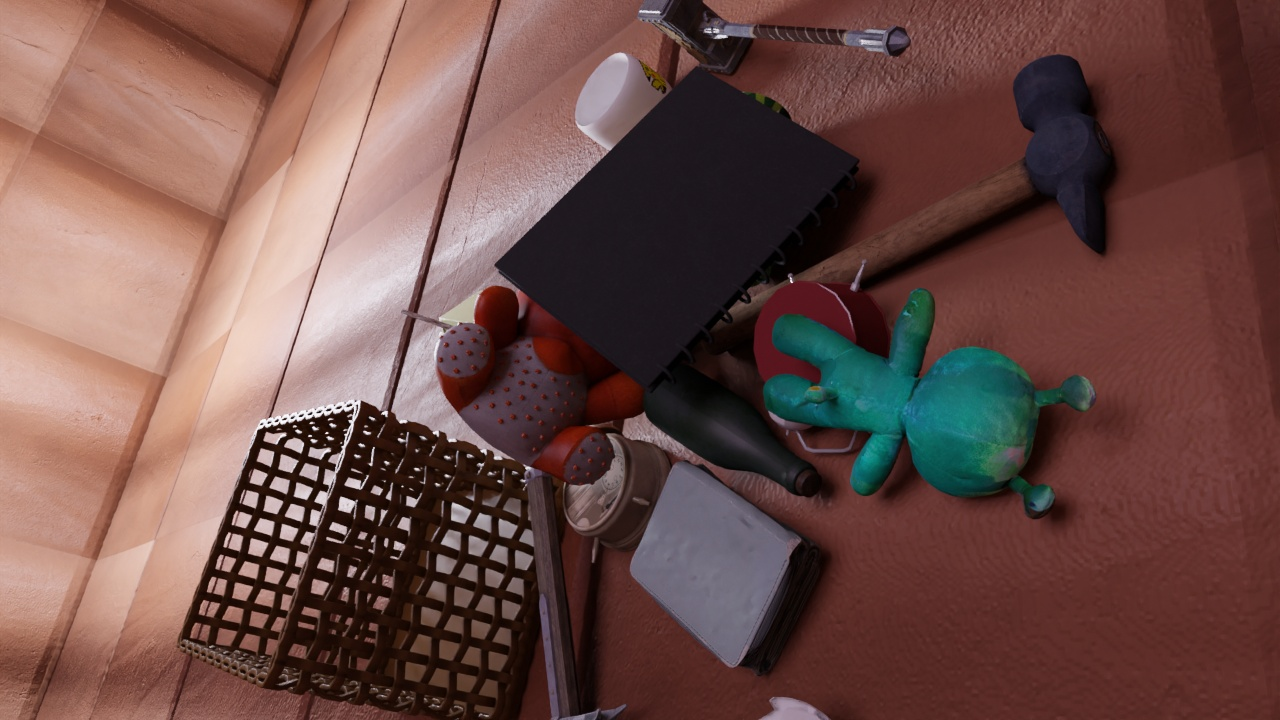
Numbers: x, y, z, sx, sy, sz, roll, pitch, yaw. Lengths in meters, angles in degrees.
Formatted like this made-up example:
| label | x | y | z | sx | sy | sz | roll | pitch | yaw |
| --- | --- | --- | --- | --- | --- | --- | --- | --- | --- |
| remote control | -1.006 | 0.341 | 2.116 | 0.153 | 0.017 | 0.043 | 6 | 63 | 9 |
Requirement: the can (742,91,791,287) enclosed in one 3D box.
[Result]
| label | x | y | z | sx | sy | sz | roll | pitch | yaw |
| --- | --- | --- | --- | --- | --- | --- | --- | --- | --- |
| can | 0.076 | -0.138 | 0.745 | 0.083 | 0.083 | 0.143 | -17 | 55 | 47 |

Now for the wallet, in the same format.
| label | x | y | z | sx | sy | sz | roll | pitch | yaw |
| --- | --- | --- | --- | --- | --- | --- | --- | --- | --- |
| wallet | 0.056 | 0.137 | 0.620 | 0.132 | 0.054 | 0.100 | 34 | 105 | 54 |

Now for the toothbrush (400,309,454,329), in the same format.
| label | x | y | z | sx | sy | sz | roll | pitch | yaw |
| --- | --- | --- | --- | --- | --- | --- | --- | --- | --- |
| toothbrush | -0.141 | -0.014 | 0.862 | 0.010 | 0.181 | 0.010 | -39 | 44 | 39 |

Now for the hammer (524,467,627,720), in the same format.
| label | x | y | z | sx | sy | sz | roll | pitch | yaw |
| --- | --- | --- | --- | --- | --- | --- | --- | --- | --- |
| hammer | -0.078 | 0.145 | 0.741 | 0.147 | 0.028 | 0.316 | -37 | 56 | 50 |

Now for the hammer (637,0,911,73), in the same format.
| label | x | y | z | sx | sy | sz | roll | pitch | yaw |
| --- | --- | --- | --- | --- | --- | --- | --- | --- | --- |
| hammer | 0.113 | -0.277 | 0.775 | 0.044 | 0.098 | 0.322 | -60 | 34 | 4 |

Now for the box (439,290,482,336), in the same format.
| label | x | y | z | sx | sy | sz | roll | pitch | yaw |
| --- | --- | --- | --- | --- | --- | --- | --- | --- | --- |
| box | -0.154 | -0.019 | 0.982 | 0.188 | 0.061 | 0.133 | 13 | 81 | 48 |

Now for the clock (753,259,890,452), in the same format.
| label | x | y | z | sx | sy | sz | roll | pitch | yaw |
| --- | --- | --- | --- | --- | --- | --- | --- | --- | --- |
| clock | 0.121 | -0.001 | 0.614 | 0.087 | 0.044 | 0.124 | -6 | 88 | 48 |

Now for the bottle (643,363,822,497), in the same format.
| label | x | y | z | sx | sy | sz | roll | pitch | yaw |
| --- | --- | --- | --- | --- | --- | --- | --- | --- | --- |
| bottle | 0.067 | 0.054 | 0.658 | 0.174 | 0.055 | 0.055 | 32 | 94 | 54 |

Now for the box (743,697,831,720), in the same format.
| label | x | y | z | sx | sy | sz | roll | pitch | yaw |
| --- | --- | --- | --- | --- | --- | --- | --- | --- | --- |
| box | 0.082 | 0.258 | 0.486 | 0.081 | 0.091 | 0.159 | -39 | 48 | 36 |

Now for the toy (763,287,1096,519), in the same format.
| label | x | y | z | sx | sy | sz | roll | pitch | yaw |
| --- | --- | --- | --- | --- | --- | --- | --- | --- | --- |
| toy | 0.152 | 0.026 | 0.526 | 0.193 | 0.072 | 0.131 | 18 | 106 | 36 |

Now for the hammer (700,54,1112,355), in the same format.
| label | x | y | z | sx | sy | sz | roll | pitch | yaw |
| --- | --- | --- | --- | --- | --- | --- | --- | --- | --- |
| hammer | 0.161 | -0.071 | 0.637 | 0.323 | 0.040 | 0.129 | -28 | 52 | 42 |

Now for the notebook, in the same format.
| label | x | y | z | sx | sy | sz | roll | pitch | yaw |
| --- | --- | --- | --- | --- | --- | --- | --- | --- | --- |
| notebook | 0.029 | -0.104 | 0.680 | 0.169 | 0.019 | 0.231 | 38 | 77 | 24 |

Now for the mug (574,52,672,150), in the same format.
| label | x | y | z | sx | sy | sz | roll | pitch | yaw |
| --- | --- | --- | --- | --- | --- | --- | --- | --- | --- |
| mug | -0.018 | -0.274 | 0.972 | 0.094 | 0.068 | 0.115 | -43 | 39 | 27 |

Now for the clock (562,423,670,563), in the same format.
| label | x | y | z | sx | sy | sz | roll | pitch | yaw |
| --- | --- | --- | --- | --- | --- | --- | --- | --- | --- |
| clock | -0.030 | 0.092 | 0.759 | 0.093 | 0.054 | 0.140 | -49 | 39 | 22 |

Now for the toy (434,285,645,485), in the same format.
| label | x | y | z | sx | sy | sz | roll | pitch | yaw |
| --- | --- | --- | --- | --- | --- | --- | --- | --- | --- |
| toy | -0.064 | -0.005 | 0.722 | 0.093 | 0.164 | 0.172 | -37 | 19 | 57 |

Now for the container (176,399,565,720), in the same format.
| label | x | y | z | sx | sy | sz | roll | pitch | yaw |
| --- | --- | --- | --- | --- | --- | --- | --- | --- | --- |
| container | -0.239 | 0.184 | 0.830 | 0.252 | 0.214 | 0.219 | -11 | 60 | 49 |
